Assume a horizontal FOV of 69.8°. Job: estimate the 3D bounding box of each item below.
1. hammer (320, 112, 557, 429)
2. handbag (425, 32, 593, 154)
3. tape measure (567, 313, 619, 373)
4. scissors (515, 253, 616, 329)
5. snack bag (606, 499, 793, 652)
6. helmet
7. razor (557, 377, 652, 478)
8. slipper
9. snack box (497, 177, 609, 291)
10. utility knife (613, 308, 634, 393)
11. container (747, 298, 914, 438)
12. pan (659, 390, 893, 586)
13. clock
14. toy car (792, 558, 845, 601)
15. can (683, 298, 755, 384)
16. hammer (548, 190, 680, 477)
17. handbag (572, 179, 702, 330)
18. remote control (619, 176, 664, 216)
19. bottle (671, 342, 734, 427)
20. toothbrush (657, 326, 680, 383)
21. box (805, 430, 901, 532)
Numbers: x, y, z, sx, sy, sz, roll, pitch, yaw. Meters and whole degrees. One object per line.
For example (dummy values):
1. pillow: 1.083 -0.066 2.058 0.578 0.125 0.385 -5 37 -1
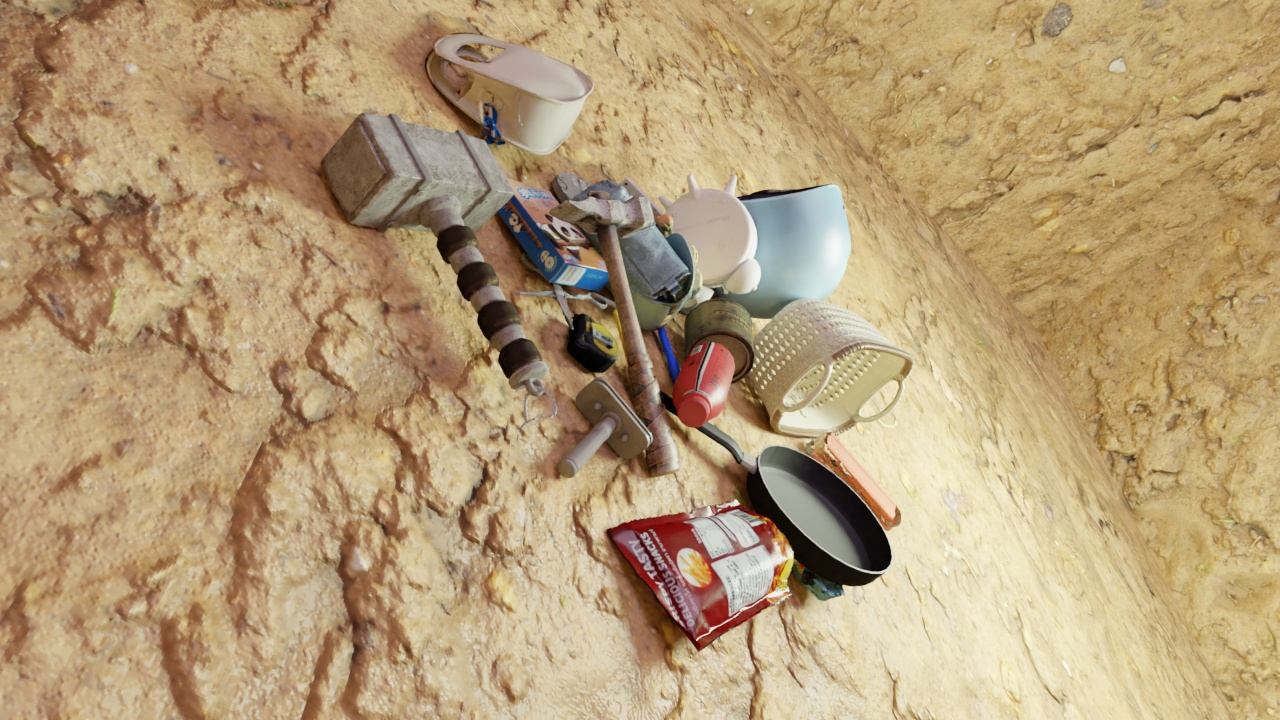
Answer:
1. hammer: -0.159 -0.082 0.876 0.176 0.080 0.326 -6 62 -58
2. handbag: -0.175 -0.347 1.178 0.199 0.093 0.200 28 30 -1
3. tape measure: -0.050 -0.017 1.009 0.061 0.034 0.061 36 28 -23
4. scissors: -0.081 -0.073 1.017 0.174 0.014 0.141 10 33 -49
5. snack bag: 0.073 0.202 0.913 0.207 0.067 0.139 0 52 -54
6. helmet: 0.193 -0.145 1.342 0.266 0.225 0.166 111 -29 -80
7. razor: -0.047 0.079 0.903 0.088 0.047 0.116 50 35 -4
8. slipper: -0.005 -0.172 1.244 0.268 0.055 0.098 41 27 -22
9. snack box: -0.105 -0.145 1.052 0.087 0.034 0.151 6 41 -54
10. utility knife: -0.006 0.006 1.050 0.030 0.017 0.151 21 53 -64
11. container: 0.263 0.012 1.305 0.245 0.185 0.142 11 38 -51
12. pan: 0.153 0.147 1.103 0.355 0.044 0.203 33 24 -9
13. clock: 0.088 -0.159 1.203 0.073 0.125 0.161 20 57 -75
14. toy car: 0.197 0.241 1.088 0.060 0.028 0.107 22 28 -36
15. can: 0.101 -0.023 1.186 0.090 0.090 0.074 39 30 -23
16. hammer: -0.011 -0.032 0.993 0.121 0.049 0.318 -8 82 -43
17. handbag: -0.001 -0.135 1.124 0.118 0.122 0.192 -34 82 -17
18. remote control: 0.011 -0.194 1.294 0.136 0.050 0.011 45 29 -14
19. bottle: 0.072 0.031 1.066 0.062 0.062 0.176 49 19 -6
20. toothbrush: 0.031 -0.017 1.158 0.016 0.018 0.182 16 47 -47
21. box: 0.314 0.174 1.323 0.187 0.056 0.059 45 -3 -16
